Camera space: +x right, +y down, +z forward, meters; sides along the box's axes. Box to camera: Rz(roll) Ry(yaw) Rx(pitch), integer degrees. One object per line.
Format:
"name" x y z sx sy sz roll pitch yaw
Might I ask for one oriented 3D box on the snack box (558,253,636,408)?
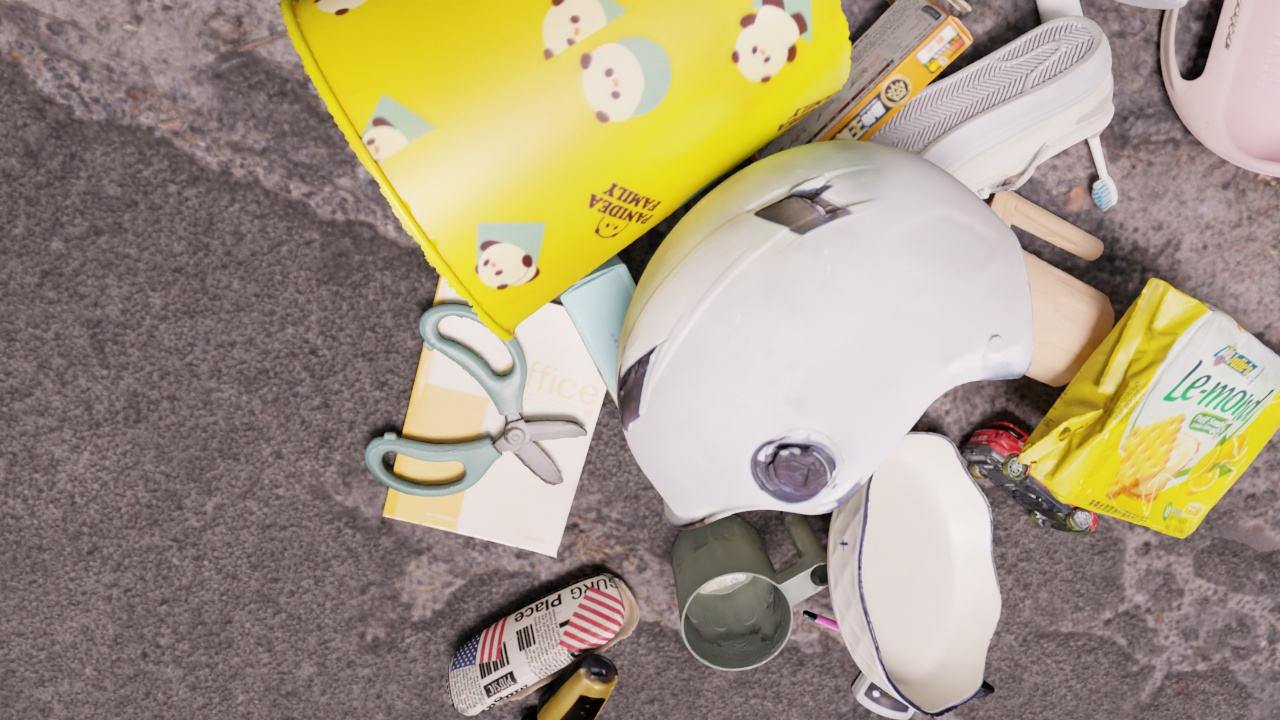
"snack box" -0.004 0.004 0.663 0.051 0.074 0.175 -28 113 -2

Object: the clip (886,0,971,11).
"clip" 0.172 -0.251 0.626 0.066 0.034 0.099 -43 114 9

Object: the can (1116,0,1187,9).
"can" 0.357 -0.312 0.602 0.058 0.058 0.147 14 106 -8

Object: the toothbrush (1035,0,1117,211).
"toothbrush" 0.306 -0.210 0.649 0.026 0.027 0.221 -30 109 -17

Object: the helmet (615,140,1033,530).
"helmet" 0.077 -0.031 0.530 0.259 0.228 0.146 -33 106 22

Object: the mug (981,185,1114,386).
"mug" 0.283 -0.055 0.677 0.103 0.084 0.124 24 78 -12

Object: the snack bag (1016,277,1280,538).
"snack bag" 0.379 0.041 0.670 0.246 0.068 0.158 18 109 -39

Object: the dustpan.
"dustpan" 0.492 -0.206 0.571 0.138 0.273 0.223 -2 107 -29

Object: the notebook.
"notebook" -0.108 0.047 0.714 0.146 0.010 0.206 15 106 -9

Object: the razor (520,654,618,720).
"razor" -0.053 0.280 0.735 0.062 0.067 0.168 12 140 -12

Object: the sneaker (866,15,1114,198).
"sneaker" 0.210 -0.135 0.643 0.242 0.089 0.091 -29 134 15

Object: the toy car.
"toy car" 0.314 0.095 0.733 0.120 0.053 0.045 40 76 -10

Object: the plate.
"plate" 0.206 0.157 0.692 0.046 0.204 0.205 -11 115 45

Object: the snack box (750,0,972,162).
"snack box" 0.139 -0.172 0.609 0.026 0.075 0.154 35 115 -26

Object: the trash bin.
"trash bin" -0.033 -0.173 0.546 0.255 0.229 0.229 -31 107 1

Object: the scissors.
"scissors" -0.138 0.050 0.698 0.181 0.019 0.170 -35 108 6

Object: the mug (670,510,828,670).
"mug" 0.085 0.167 0.716 0.124 0.103 0.084 -30 107 5

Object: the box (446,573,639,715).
"box" -0.081 0.230 0.736 0.163 0.087 0.076 -29 92 7

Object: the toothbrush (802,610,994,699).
"toothbrush" 0.217 0.249 0.774 0.189 0.014 0.018 24 116 -10

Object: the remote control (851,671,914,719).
"remote control" 0.243 0.245 0.794 0.058 0.021 0.150 24 104 -11
